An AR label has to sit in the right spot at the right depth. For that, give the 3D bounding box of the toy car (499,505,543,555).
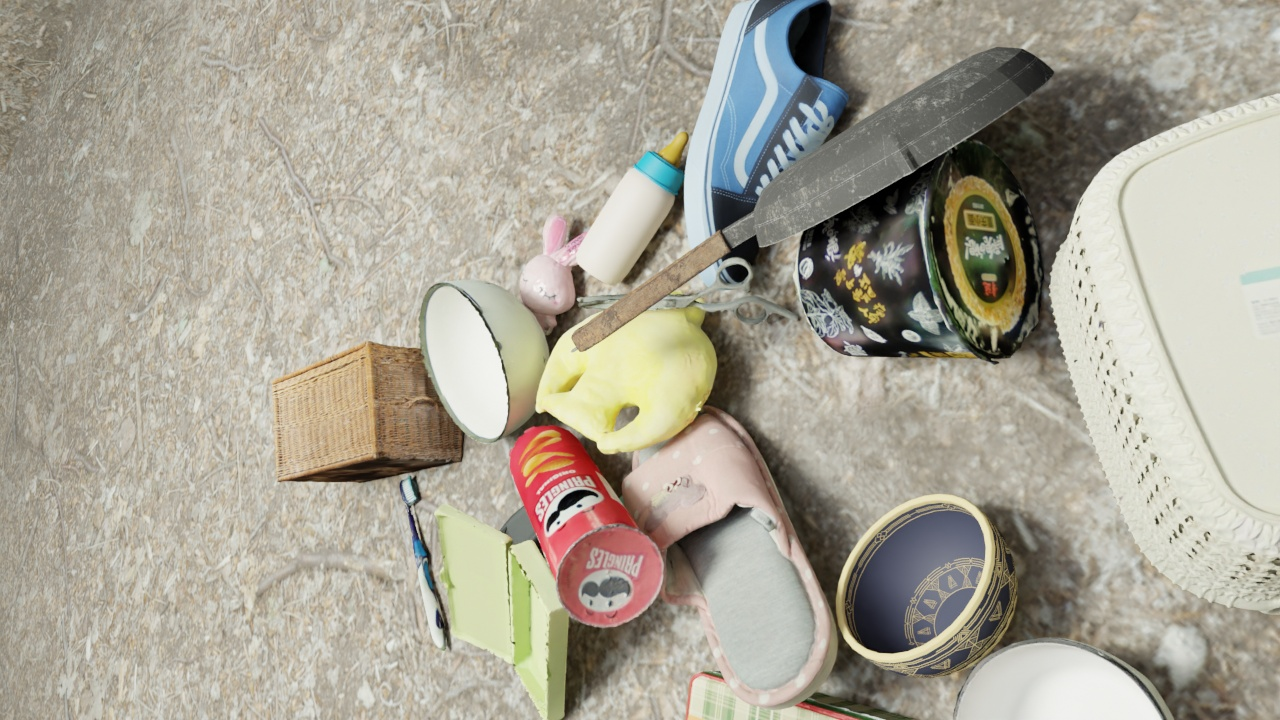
[{"bbox_3d":[-0.126,0.182,0.837,0.112,0.034,0.046,-52,52,18],"label":"toy car"}]

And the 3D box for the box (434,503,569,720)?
[{"bbox_3d":[-0.106,0.205,0.743,0.141,0.043,0.188,30,139,26],"label":"box"}]

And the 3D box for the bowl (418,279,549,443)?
[{"bbox_3d":[-0.136,-0.005,0.849,0.153,0.072,0.154,28,127,43],"label":"bowl"}]

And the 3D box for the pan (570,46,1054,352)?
[{"bbox_3d":[0.092,-0.102,0.606,0.358,0.207,0.040,-29,98,17],"label":"pan"}]

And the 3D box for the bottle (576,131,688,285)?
[{"bbox_3d":[-0.001,-0.136,0.801,0.051,0.051,0.146,46,109,37],"label":"bottle"}]

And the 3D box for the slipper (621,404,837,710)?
[{"bbox_3d":[0.051,0.119,0.649,0.114,0.054,0.274,-44,38,11],"label":"slipper"}]

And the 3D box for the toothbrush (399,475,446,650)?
[{"bbox_3d":[-0.217,0.200,0.923,0.017,0.016,0.189,-32,60,18],"label":"toothbrush"}]

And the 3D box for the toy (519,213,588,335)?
[{"bbox_3d":[-0.083,-0.081,0.861,0.063,0.047,0.110,26,93,32],"label":"toy"}]

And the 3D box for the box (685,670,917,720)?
[{"bbox_3d":[0.118,0.281,0.600,0.206,0.049,0.117,3,80,41],"label":"box"}]

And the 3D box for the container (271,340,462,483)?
[{"bbox_3d":[-0.283,0.060,0.949,0.199,0.113,0.112,-15,74,38],"label":"container"}]

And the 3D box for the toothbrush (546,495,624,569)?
[{"bbox_3d":[-0.040,0.143,0.789,0.181,0.016,0.016,-41,55,24],"label":"toothbrush"}]

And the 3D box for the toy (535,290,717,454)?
[{"bbox_3d":[-0.004,0.004,0.743,0.154,0.064,0.170,-47,41,-15],"label":"toy"}]

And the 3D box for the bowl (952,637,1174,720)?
[{"bbox_3d":[0.238,0.211,0.503,0.117,0.065,0.116,-12,71,38],"label":"bowl"}]

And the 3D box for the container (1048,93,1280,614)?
[{"bbox_3d":[0.312,-0.007,0.446,0.185,0.142,0.246,-19,67,21],"label":"container"}]

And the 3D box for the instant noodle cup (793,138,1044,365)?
[{"bbox_3d":[0.175,-0.059,0.591,0.112,0.137,0.137,-10,72,49],"label":"instant noodle cup"}]

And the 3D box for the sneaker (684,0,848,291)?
[{"bbox_3d":[0.102,-0.172,0.707,0.098,0.083,0.241,6,81,38],"label":"sneaker"}]

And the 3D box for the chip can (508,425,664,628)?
[{"bbox_3d":[-0.051,0.114,0.703,0.073,0.073,0.233,-66,20,6],"label":"chip can"}]

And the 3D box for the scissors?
[{"bbox_3d":[0.035,-0.040,0.716,0.171,0.095,0.014,-19,35,27],"label":"scissors"}]

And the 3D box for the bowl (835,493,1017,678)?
[{"bbox_3d":[0.183,0.146,0.562,0.113,0.061,0.112,-43,22,21],"label":"bowl"}]
